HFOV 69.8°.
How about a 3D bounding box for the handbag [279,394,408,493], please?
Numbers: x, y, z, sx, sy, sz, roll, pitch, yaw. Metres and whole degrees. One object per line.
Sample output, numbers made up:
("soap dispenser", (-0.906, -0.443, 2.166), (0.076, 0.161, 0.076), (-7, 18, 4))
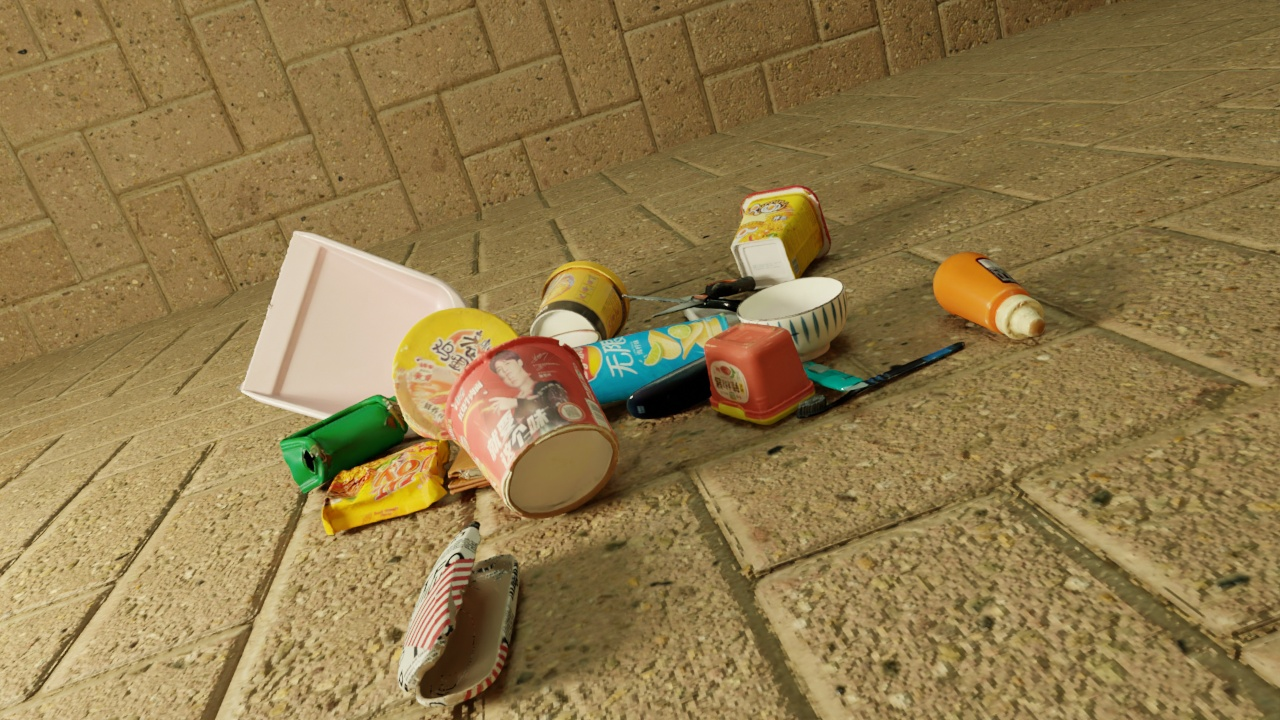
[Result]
("handbag", (-0.330, 0.088, 1.031), (0.131, 0.068, 0.120), (-29, 3, -36))

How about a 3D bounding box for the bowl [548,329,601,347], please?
("bowl", (-0.091, 0.013, 1.076), (0.113, 0.062, 0.113), (-17, 19, 6))

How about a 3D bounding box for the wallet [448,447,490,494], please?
("wallet", (-0.123, 0.093, 0.930), (0.132, 0.031, 0.107), (-16, 15, 6))

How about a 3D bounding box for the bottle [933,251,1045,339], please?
("bottle", (0.344, -0.058, 0.894), (0.066, 0.067, 0.149), (-19, 26, -4))

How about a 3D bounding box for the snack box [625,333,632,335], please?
("snack box", (0.025, -0.010, 1.093), (0.153, 0.025, 0.075), (-3, 23, 37))

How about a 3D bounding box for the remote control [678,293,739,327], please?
("remote control", (0.091, -0.060, 1.173), (0.058, 0.021, 0.150), (-11, 19, -7))

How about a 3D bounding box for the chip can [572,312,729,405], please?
("chip can", (-0.006, 0.006, 0.981), (0.210, 0.071, 0.071), (-12, 19, 0))

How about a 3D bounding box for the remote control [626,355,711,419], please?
("remote control", (0.051, 0.026, 0.930), (0.136, 0.053, 0.024), (-26, 48, -3))

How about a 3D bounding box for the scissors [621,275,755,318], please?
("scissors", (0.094, -0.079, 1.149), (0.234, 0.022, 0.220), (6, 18, 19))

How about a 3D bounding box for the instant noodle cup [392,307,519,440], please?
("instant noodle cup", (-0.187, 0.022, 0.977), (0.138, 0.138, 0.110), (-22, -8, -11))

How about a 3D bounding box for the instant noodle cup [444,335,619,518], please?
("instant noodle cup", (-0.090, 0.063, 0.805), (0.137, 0.138, 0.108), (-23, 46, -16))

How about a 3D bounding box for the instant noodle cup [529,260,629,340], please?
("instant noodle cup", (-0.082, -0.051, 1.177), (0.119, 0.118, 0.114), (-11, 28, 19))

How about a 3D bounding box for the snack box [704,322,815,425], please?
("snack box", (0.111, 0.009, 0.879), (0.081, 0.080, 0.091), (-27, 20, -27))

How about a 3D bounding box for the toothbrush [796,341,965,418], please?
("toothbrush", (0.227, 0.015, 0.859), (0.189, 0.016, 0.014), (-22, 20, -15))

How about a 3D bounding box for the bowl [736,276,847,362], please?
("bowl", (0.167, -0.038, 0.982), (0.116, 0.066, 0.116), (-16, 20, 6))

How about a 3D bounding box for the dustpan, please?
("dustpan", (-0.336, -0.025, 1.122), (0.273, 0.222, 0.139), (15, -1, -16))

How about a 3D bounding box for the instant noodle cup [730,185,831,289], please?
("instant noodle cup", (0.187, -0.163, 1.262), (0.116, 0.116, 0.123), (-4, 35, 33))

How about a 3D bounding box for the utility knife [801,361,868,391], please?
("utility knife", (0.178, 0.014, 0.872), (0.029, 0.013, 0.166), (-21, 9, -7))

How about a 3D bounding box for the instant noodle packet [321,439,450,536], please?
("instant noodle packet", (-0.257, 0.127, 0.938), (0.128, 0.044, 0.110), (-18, 21, 1))

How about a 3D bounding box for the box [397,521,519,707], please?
("box", (-0.123, 0.188, 0.658), (0.075, 0.082, 0.163), (-49, 15, 13))
